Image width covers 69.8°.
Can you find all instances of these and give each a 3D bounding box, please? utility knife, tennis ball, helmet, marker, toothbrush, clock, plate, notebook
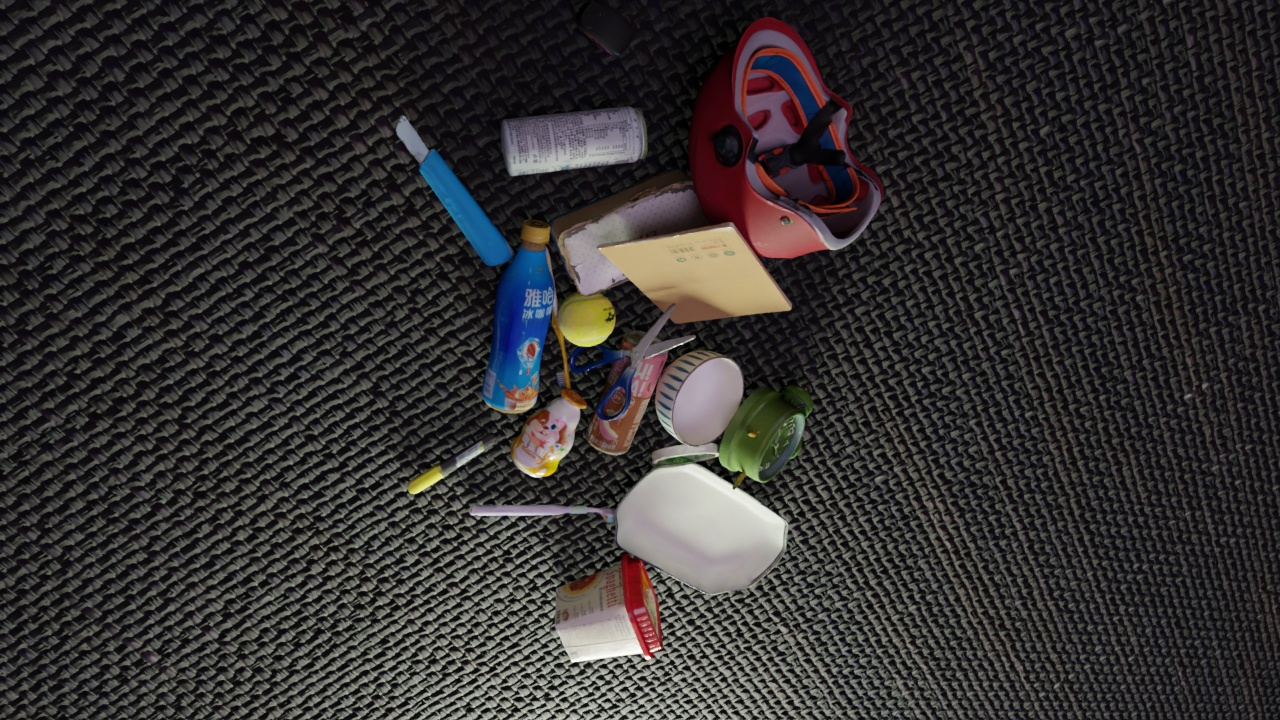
[{"bbox_3d":[-0.197,-0.175,0.968,0.034,0.018,0.188,-39,120,-8],"label":"utility knife"},{"bbox_3d":[-0.061,-0.048,1.042,0.065,0.065,0.065,-6,118,-13],"label":"tennis ball"},{"bbox_3d":[0.127,-0.214,0.958,0.206,0.144,0.240,-31,99,-45],"label":"helmet"},{"bbox_3d":[-0.228,0.124,1.114,0.124,0.015,0.018,-32,121,-2],"label":"marker"},{"bbox_3d":[-0.124,0.195,1.176,0.189,0.029,0.021,4,74,-16],"label":"toothbrush"},{"bbox_3d":[0.166,0.091,1.162,0.160,0.056,0.116,-28,140,-42],"label":"clock"},{"bbox_3d":[-0.101,-0.047,1.062,0.018,0.016,0.192,-9,119,-2],"label":"toothbrush"},{"bbox_3d":[0.081,0.222,1.233,0.265,0.034,0.162,33,108,-28],"label":"plate"},{"bbox_3d":[0.064,-0.088,0.991,0.148,0.008,0.207,-6,158,25],"label":"notebook"}]

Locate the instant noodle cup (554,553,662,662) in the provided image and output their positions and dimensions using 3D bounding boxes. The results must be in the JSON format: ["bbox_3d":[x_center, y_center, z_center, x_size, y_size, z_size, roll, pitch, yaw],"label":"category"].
[{"bbox_3d":[-0.044,0.338,1.224,0.124,0.116,0.117,-16,120,5],"label":"instant noodle cup"}]

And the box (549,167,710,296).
[{"bbox_3d":[-0.015,-0.139,1.015,0.184,0.061,0.090,-20,119,-3],"label":"box"}]

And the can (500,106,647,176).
[{"bbox_3d":[-0.069,-0.229,0.953,0.146,0.058,0.058,-9,118,-11],"label":"can"}]

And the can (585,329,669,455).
[{"bbox_3d":[-0.017,0.040,1.104,0.058,0.058,0.147,14,111,-22],"label":"can"}]

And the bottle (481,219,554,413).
[{"bbox_3d":[-0.132,-0.049,1.021,0.065,0.065,0.219,4,115,-18],"label":"bottle"}]

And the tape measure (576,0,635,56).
[{"bbox_3d":[-0.033,-0.333,0.911,0.058,0.057,0.039,36,101,-19],"label":"tape measure"}]

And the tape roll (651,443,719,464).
[{"bbox_3d":[0.057,0.118,1.156,0.085,0.086,0.014,-3,75,-14],"label":"tape roll"}]

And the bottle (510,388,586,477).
[{"bbox_3d":[-0.108,0.086,1.100,0.063,0.063,0.108,28,105,-26],"label":"bottle"}]

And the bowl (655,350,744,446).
[{"bbox_3d":[0.062,0.039,1.112,0.116,0.066,0.117,-19,122,-34],"label":"bowl"}]

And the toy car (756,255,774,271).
[{"bbox_3d":[0.106,-0.114,1.075,0.105,0.031,0.049,-23,119,-5],"label":"toy car"}]

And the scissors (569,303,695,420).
[{"bbox_3d":[-0.017,-0.004,1.056,0.012,0.161,0.163,-12,122,-59],"label":"scissors"}]
